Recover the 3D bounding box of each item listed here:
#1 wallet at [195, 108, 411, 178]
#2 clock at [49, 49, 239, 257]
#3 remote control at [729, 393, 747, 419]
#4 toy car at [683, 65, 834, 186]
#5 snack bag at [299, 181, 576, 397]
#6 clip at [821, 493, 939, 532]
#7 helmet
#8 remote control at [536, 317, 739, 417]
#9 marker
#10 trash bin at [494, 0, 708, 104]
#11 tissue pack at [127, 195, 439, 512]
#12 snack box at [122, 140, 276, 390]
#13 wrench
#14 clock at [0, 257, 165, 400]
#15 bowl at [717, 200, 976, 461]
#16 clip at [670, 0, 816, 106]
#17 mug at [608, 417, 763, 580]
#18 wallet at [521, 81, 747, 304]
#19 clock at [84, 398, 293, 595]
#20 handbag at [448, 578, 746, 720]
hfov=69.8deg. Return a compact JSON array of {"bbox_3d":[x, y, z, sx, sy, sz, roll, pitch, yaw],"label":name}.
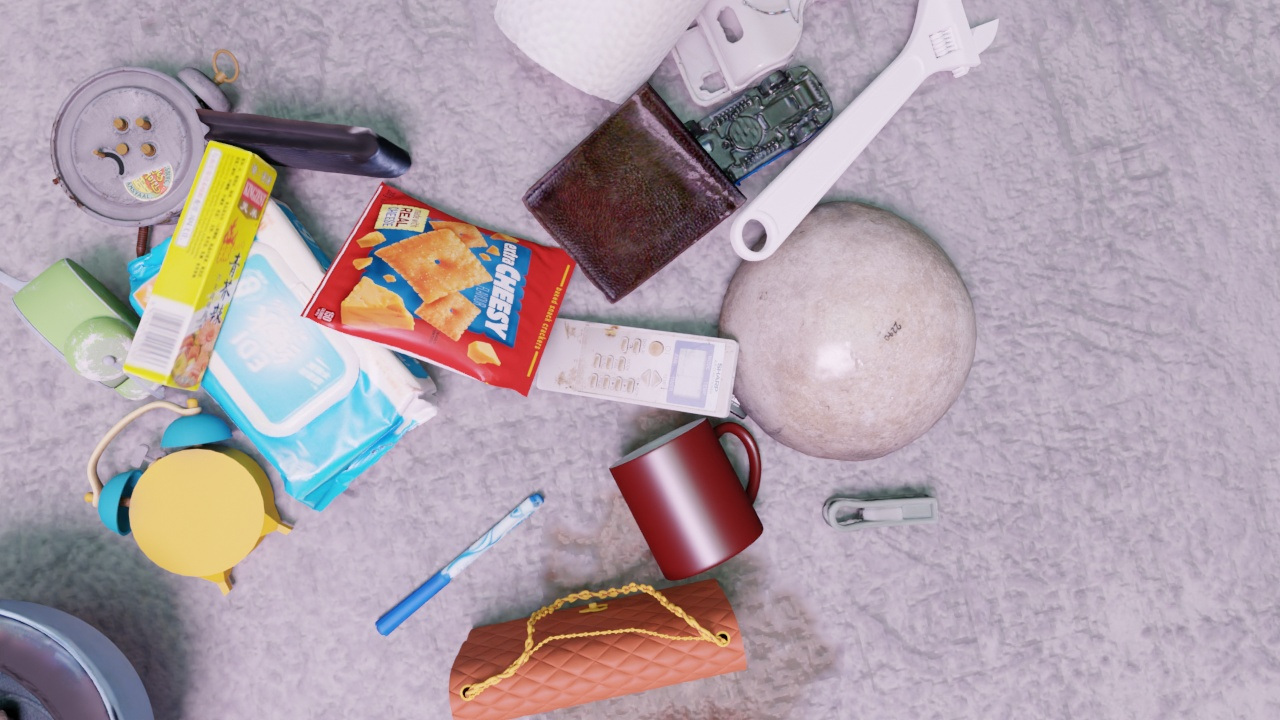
[{"bbox_3d":[-0.215,-0.138,0.596,0.115,0.089,0.026,7,94,-1],"label":"wallet"},{"bbox_3d":[-0.320,-0.149,0.609,0.104,0.056,0.148,43,89,0],"label":"clock"},{"bbox_3d":[0.095,-0.026,0.641,0.030,0.009,0.140,32,87,-1],"label":"remote control"},{"bbox_3d":[0.074,-0.152,0.628,0.120,0.043,0.056,-32,89,-5],"label":"toy car"},{"bbox_3d":[-0.124,-0.049,0.598,0.144,0.039,0.130,19,51,-5],"label":"snack bag"},{"bbox_3d":[0.164,0.104,0.630,0.076,0.045,0.023,-4,86,0],"label":"clip"},{"bbox_3d":[-0.401,0.251,0.536,0.225,0.167,0.265,45,89,-2],"label":"helmet"},{"bbox_3d":[-0.004,0.004,0.612,0.136,0.011,0.050,8,88,20],"label":"remote control"},{"bbox_3d":[-0.123,0.138,0.627,0.142,0.013,0.013,-40,90,-3],"label":"marker"},{"bbox_3d":[-0.007,-0.257,0.567,0.133,0.133,0.162,37,116,0],"label":"trash bin"},{"bbox_3d":[-0.236,-0.015,0.605,0.117,0.066,0.209,-39,87,-3],"label":"tissue pack"},{"bbox_3d":[-0.264,-0.056,0.555,0.029,0.040,0.148,17,84,2],"label":"snack box"},{"bbox_3d":[0.152,-0.165,0.614,0.273,0.018,0.066,-47,107,-14],"label":"wrench"},{"bbox_3d":[-0.349,-0.018,0.587,0.119,0.094,0.042,45,77,6],"label":"clock"},{"bbox_3d":[0.145,-0.017,0.601,0.178,0.081,0.178,0,92,-6],"label":"bowl"},{"bbox_3d":[0.079,-0.258,0.627,0.144,0.075,0.124,-23,91,8],"label":"clip"},{"bbox_3d":[0.042,0.084,0.612,0.105,0.073,0.082,-27,89,-32],"label":"mug"},{"bbox_3d":[-0.006,-0.107,0.604,0.120,0.031,0.099,-37,101,27],"label":"wallet"},{"bbox_3d":[-0.300,0.089,0.610,0.099,0.044,0.129,-44,97,-3],"label":"clock"},{"bbox_3d":[-0.027,0.180,0.580,0.172,0.109,0.060,-11,88,-2],"label":"handbag"}]
